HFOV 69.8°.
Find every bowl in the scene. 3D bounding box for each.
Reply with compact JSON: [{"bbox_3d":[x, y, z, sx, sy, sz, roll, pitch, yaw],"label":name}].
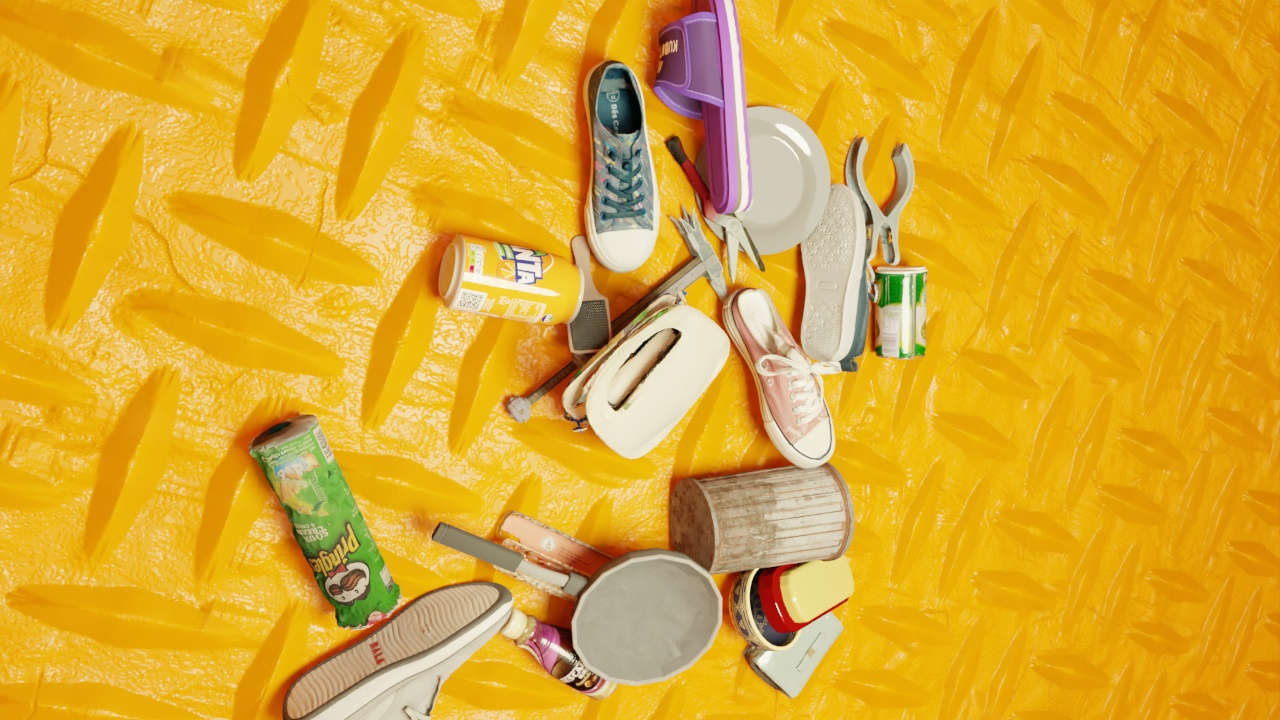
[{"bbox_3d":[0.153,0.322,1.196,0.112,0.061,0.112,21,59,-38],"label":"bowl"}]

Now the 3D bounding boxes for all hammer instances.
[{"bbox_3d":[-0.027,-0.030,1.076,0.316,0.028,0.147,-39,118,-15],"label":"hammer"}]

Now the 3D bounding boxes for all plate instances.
[{"bbox_3d":[0.149,-0.220,1.127,0.178,0.012,0.178,-2,97,-15],"label":"plate"}]

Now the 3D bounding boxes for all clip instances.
[{"bbox_3d":[0.339,-0.210,1.213,0.141,0.029,0.171,-8,94,-25],"label":"clip"}]

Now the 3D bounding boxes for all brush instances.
[{"bbox_3d":[0.224,0.294,1.200,0.173,0.042,0.082,-10,80,-47],"label":"brush"},{"bbox_3d":[-0.062,-0.076,1.037,0.050,0.015,0.135,-5,83,-8],"label":"brush"}]

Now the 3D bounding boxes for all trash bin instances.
[{"bbox_3d":[0.156,0.196,1.146,0.210,0.131,0.131,-4,100,-24],"label":"trash bin"}]

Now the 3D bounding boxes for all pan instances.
[{"bbox_3d":[-0.069,0.253,1.032,0.357,0.041,0.179,27,103,-21],"label":"pan"}]

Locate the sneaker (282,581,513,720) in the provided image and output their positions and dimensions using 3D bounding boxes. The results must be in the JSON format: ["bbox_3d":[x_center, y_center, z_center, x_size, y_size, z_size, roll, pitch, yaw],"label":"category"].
[{"bbox_3d":[-0.244,0.348,1.004,0.262,0.097,0.129,-31,122,-20],"label":"sneaker"}]

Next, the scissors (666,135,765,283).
[{"bbox_3d":[0.102,-0.202,1.100,0.193,0.015,0.179,29,88,-16],"label":"scissors"}]

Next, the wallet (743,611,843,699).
[{"bbox_3d":[0.212,0.384,1.250,0.100,0.054,0.131,47,73,-25],"label":"wallet"}]

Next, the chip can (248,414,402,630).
[{"bbox_3d":[-0.321,0.165,0.940,0.075,0.075,0.223,-26,108,-20],"label":"chip can"}]

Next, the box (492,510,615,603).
[{"bbox_3d":[-0.089,0.242,1.083,0.187,0.083,0.043,31,126,-28],"label":"box"}]

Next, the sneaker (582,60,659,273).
[{"bbox_3d":[-0.018,-0.215,1.010,0.087,0.079,0.235,-5,97,-13],"label":"sneaker"}]

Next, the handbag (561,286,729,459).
[{"bbox_3d":[-0.006,0.006,1.009,0.200,0.093,0.199,-49,154,-2],"label":"handbag"}]

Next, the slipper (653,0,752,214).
[{"bbox_3d":[0.061,-0.296,1.027,0.084,0.107,0.266,-8,95,-10],"label":"slipper"}]

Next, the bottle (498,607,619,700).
[{"bbox_3d":[-0.097,0.342,1.085,0.166,0.060,0.059,39,81,-25],"label":"bottle"}]

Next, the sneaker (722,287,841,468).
[{"bbox_3d":[0.182,0.018,1.109,0.118,0.088,0.241,-30,96,-26],"label":"sneaker"}]

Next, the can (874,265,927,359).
[{"bbox_3d":[0.349,-0.066,1.230,0.067,0.067,0.121,-8,102,-25],"label":"can"}]

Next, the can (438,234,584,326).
[{"bbox_3d":[-0.139,-0.083,0.984,0.142,0.079,0.079,9,94,-27],"label":"can"}]

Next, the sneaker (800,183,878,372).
[{"bbox_3d":[0.259,-0.104,1.169,0.087,0.089,0.235,5,89,-43],"label":"sneaker"}]
